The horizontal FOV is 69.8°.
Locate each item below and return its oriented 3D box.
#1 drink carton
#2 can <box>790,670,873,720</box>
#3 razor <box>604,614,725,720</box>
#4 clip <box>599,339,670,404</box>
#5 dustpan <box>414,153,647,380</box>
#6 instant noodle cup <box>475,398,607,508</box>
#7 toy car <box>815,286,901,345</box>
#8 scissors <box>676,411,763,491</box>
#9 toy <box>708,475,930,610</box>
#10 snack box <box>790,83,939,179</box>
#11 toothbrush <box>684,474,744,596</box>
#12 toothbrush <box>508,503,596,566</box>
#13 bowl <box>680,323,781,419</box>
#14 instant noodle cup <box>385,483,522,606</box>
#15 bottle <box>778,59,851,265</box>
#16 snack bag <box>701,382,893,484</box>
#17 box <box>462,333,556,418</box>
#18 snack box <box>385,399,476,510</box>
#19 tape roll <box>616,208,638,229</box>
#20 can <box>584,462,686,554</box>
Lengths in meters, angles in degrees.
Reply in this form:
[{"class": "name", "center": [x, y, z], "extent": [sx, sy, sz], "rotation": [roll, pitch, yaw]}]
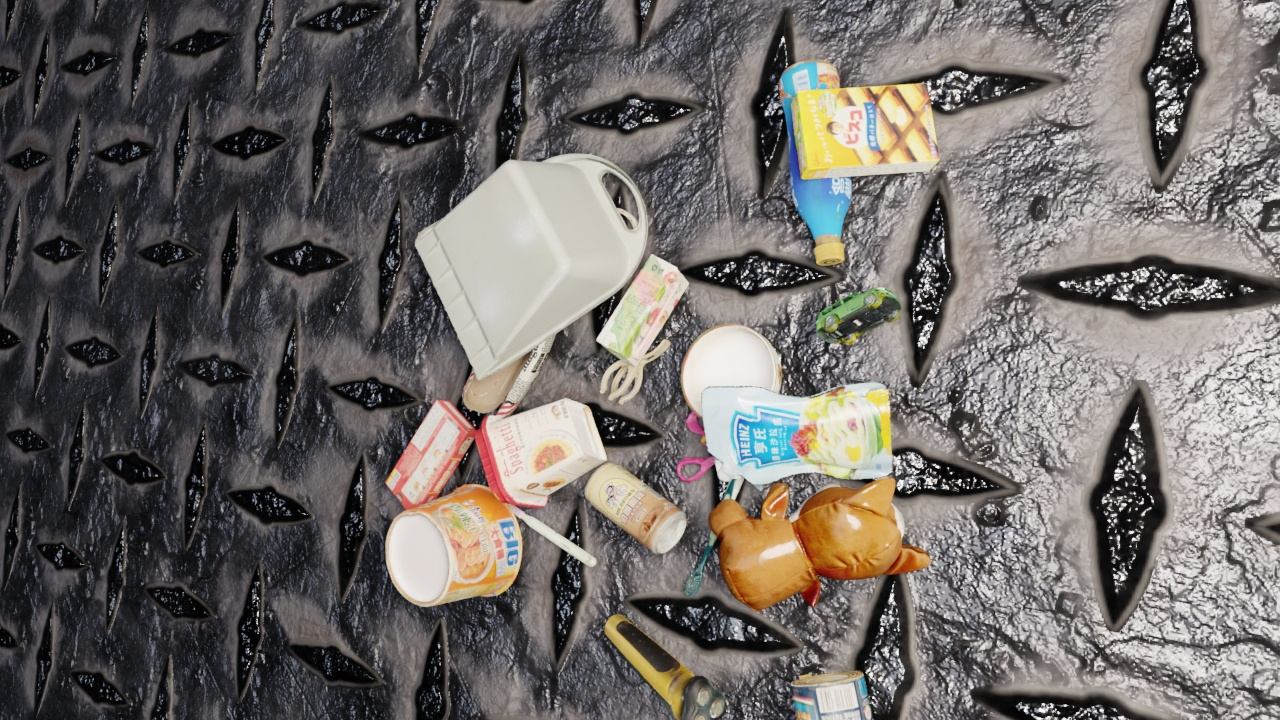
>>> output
[{"class": "drink carton", "center": [0.005, -0.057, 1.076], "extent": [0.045, 0.053, 0.122], "rotation": [29, 83, 29]}, {"class": "can", "center": [0.195, 0.369, 0.907], "extent": [0.075, 0.075, 0.111], "rotation": [-17, 75, 29]}, {"class": "razor", "center": [0.022, 0.346, 1.034], "extent": [0.167, 0.062, 0.068], "rotation": [34, 134, 36]}, {"class": "clip", "center": [-0.010, 0.005, 1.109], "extent": [0.072, 0.034, 0.100], "rotation": [39, 99, 31]}, {"class": "dustpan", "center": [-0.124, -0.137, 1.152], "extent": [0.259, 0.142, 0.222], "rotation": [-40, 69, 35]}, {"class": "instant noodle cup", "center": [-0.118, 0.108, 1.123], "extent": [0.124, 0.116, 0.116], "rotation": [-26, 70, 15]}, {"class": "toy car", "center": [0.226, -0.048, 0.959], "extent": [0.091, 0.043, 0.036], "rotation": [-27, 47, 35]}, {"class": "scissors", "center": [0.088, 0.113, 1.033], "extent": [0.134, 0.017, 0.113], "rotation": [42, 107, 38]}, {"class": "toy", "center": [0.178, 0.180, 0.930], "extent": [0.200, 0.140, 0.130], "rotation": [-20, 32, 27]}, {"class": "snack box", "center": [0.231, -0.236, 0.946], "extent": [0.140, 0.034, 0.087], "rotation": [-5, 80, -2]}, {"class": "toothbrush", "center": [0.088, 0.180, 1.033], "extent": [0.016, 0.018, 0.192], "rotation": [25, 98, 32]}, {"class": "toothbrush", "center": [-0.128, 0.212, 1.162], "extent": [0.190, 0.020, 0.029], "rotation": [26, 76, 32]}, {"class": "bowl", "center": [0.108, 0.018, 1.015], "extent": [0.114, 0.062, 0.113], "rotation": [-4, 83, 31]}, {"class": "instant noodle cup", "center": [-0.243, 0.239, 1.164], "extent": [0.152, 0.111, 0.151], "rotation": [2, 94, 34]}, {"class": "bottle", "center": [0.193, -0.211, 0.990], "extent": [0.065, 0.065, 0.218], "rotation": [-11, 79, 30]}, {"class": "snack bag", "center": [0.161, 0.075, 0.948], "extent": [0.191, 0.038, 0.110], "rotation": [-4, 115, 13]}, {"class": "box", "center": [-0.159, 0.013, 1.177], "extent": [0.163, 0.076, 0.088], "rotation": [-59, 42, 10]}, {"class": "snack box", "center": [-0.291, 0.136, 1.272], "extent": [0.075, 0.025, 0.153], "rotation": [42, 106, 28]}, {"class": "tape roll", "center": [-0.036, -0.149, 1.155], "extent": [0.086, 0.013, 0.085], "rotation": [-5, 81, 32]}, {"class": "can", "center": [-0.006, 0.171, 1.068], "extent": [0.116, 0.058, 0.058], "rotation": [32, 101, 31]}]
